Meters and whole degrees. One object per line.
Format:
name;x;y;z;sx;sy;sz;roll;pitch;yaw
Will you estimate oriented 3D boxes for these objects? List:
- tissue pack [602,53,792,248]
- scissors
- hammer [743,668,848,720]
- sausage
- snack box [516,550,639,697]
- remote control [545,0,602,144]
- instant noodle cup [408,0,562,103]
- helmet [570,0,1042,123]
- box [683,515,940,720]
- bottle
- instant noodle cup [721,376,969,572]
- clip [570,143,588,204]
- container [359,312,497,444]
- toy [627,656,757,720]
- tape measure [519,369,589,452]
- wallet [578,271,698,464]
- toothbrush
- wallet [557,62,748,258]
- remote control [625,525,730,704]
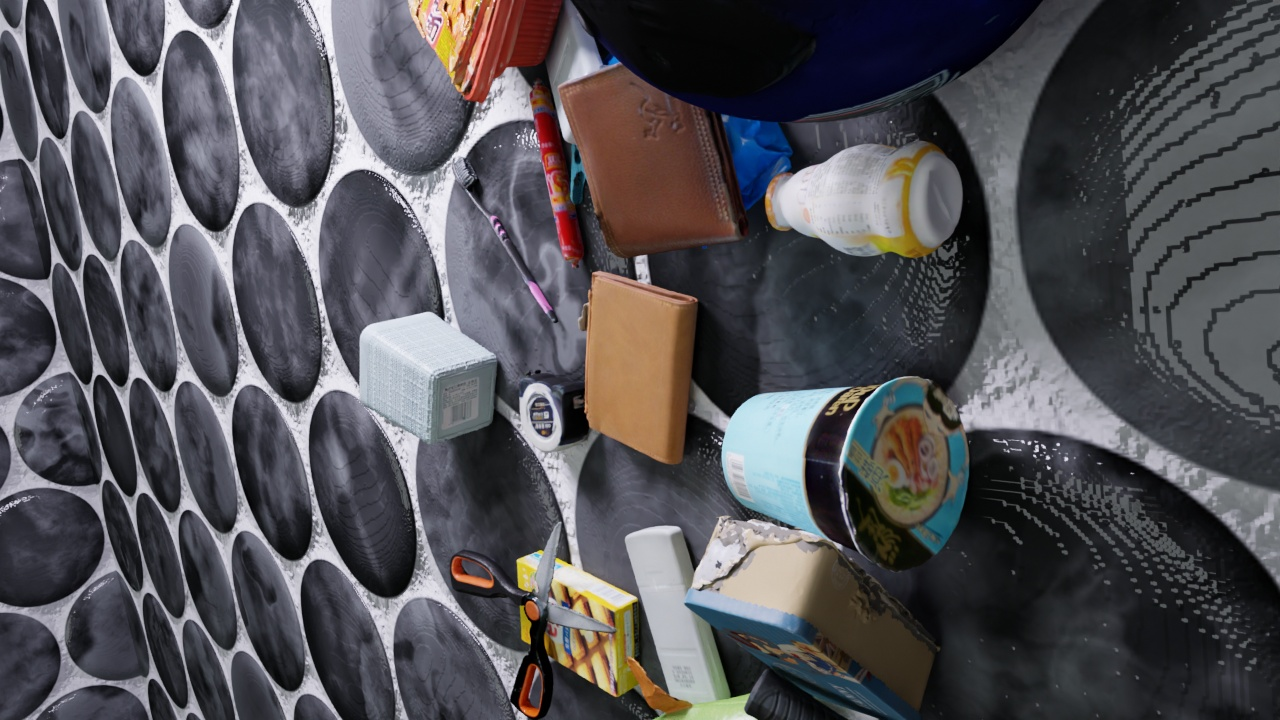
tissue pack;0.033;-0.163;0.609;0.095;0.052;0.157;-41;72;43
scissors;-0.104;0.235;0.855;0.221;0.021;0.235;23;117;36
hammer;0.198;0.271;0.526;0.301;0.032;0.129;27;121;20
sausage;-0.068;-0.151;0.743;0.020;0.020;0.156;-7;96;47
snack box;-0.059;0.238;0.844;0.141;0.033;0.087;15;111;46
remote control;-0.047;-0.210;0.662;0.135;0.020;0.056;-105;30;-45
instant noodle cup;-0.110;-0.298;0.683;0.188;0.079;0.165;59;138;38
helmet;0.052;-0.237;0.425;0.316;0.247;0.240;21;160;35
box;0.111;0.163;0.559;0.090;0.061;0.184;0;145;47
bottle;0.124;-0.092;0.526;0.109;0.063;0.063;9;108;44
instant noodle cup;0.117;0.061;0.560;0.121;0.111;0.111;3;104;55
clip;-0.044;-0.150;0.724;0.034;0.013;0.054;9;110;44
container;-0.203;0.018;0.890;0.111;0.090;0.090;26;120;36
toy;0.056;0.315;0.700;0.227;0.089;0.247;47;129;-9
tape measure;-0.075;0.046;0.802;0.066;0.033;0.066;16;111;45
wallet;-0.004;0.004;0.715;0.108;0.031;0.132;20;115;39
toothbrush;-0.120;-0.110;0.817;0.018;0.014;0.189;-45;70;31
wallet;0.009;-0.128;0.576;0.101;0.032;0.124;-7;107;37
remote control;0.030;0.208;0.747;0.058;0.021;0.150;-18;89;48
